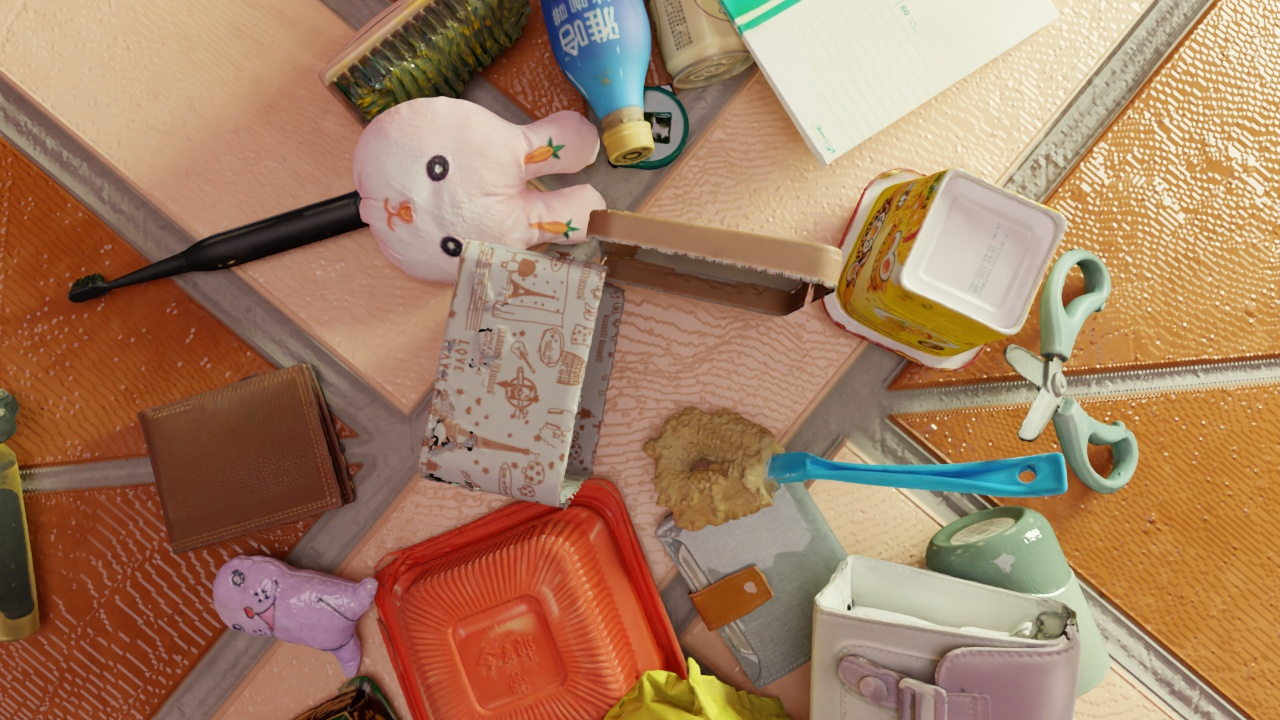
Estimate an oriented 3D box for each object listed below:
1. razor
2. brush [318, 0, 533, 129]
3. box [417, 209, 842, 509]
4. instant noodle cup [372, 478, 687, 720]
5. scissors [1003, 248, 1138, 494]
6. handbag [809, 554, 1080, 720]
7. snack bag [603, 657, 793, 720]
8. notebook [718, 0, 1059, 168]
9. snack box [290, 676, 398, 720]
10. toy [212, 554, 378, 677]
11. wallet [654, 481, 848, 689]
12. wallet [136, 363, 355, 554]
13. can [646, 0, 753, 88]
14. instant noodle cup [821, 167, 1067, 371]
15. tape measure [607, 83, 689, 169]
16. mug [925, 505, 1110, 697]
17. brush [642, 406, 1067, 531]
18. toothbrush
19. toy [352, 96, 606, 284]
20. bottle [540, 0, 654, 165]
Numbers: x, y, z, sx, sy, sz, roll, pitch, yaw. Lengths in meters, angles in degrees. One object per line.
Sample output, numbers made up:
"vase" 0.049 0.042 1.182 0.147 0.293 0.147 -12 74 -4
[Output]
"razor" -0.425 0.101 0.600 0.068 0.062 0.167 -6 96 29
"brush" -0.138 -0.212 0.598 0.145 0.063 0.073 -41 60 -1
"box" -0.007 0.007 0.538 0.198 0.181 0.157 10 88 0
"instant noodle cup" -0.079 0.179 0.588 0.189 0.079 0.164 -23 86 4
"scissors" 0.280 -0.002 0.587 0.170 0.019 0.181 28 68 -34
"handbag" 0.176 0.232 0.542 0.145 0.098 0.197 3 104 24
"snack bag" -0.006 0.295 0.560 0.068 0.158 0.246 36 89 40
"notebook" 0.158 -0.238 0.592 0.209 0.012 0.150 -34 94 -13
"snack box" -0.205 0.287 0.570 0.118 0.105 0.117 -31 92 2
"toy" -0.230 0.164 0.608 0.108 0.038 0.084 15 112 -2
"wallet" 0.083 0.140 0.609 0.106 0.037 0.129 -32 90 -1
"wallet" -0.264 0.064 0.612 0.124 0.032 0.101 -17 87 -1
"can" 0.032 -0.243 0.597 0.058 0.058 0.116 -17 90 0
"instant noodle cup" 0.188 -0.059 0.565 0.116 0.123 0.116 24 90 -1
"tape measure" 0.005 -0.156 0.614 0.054 0.025 0.058 4 91 1
"mug" 0.225 0.159 0.592 0.112 0.082 0.106 -23 91 24
"brush" 0.122 0.068 0.563 0.255 0.046 0.083 -1 55 18
"toothbrush" -0.280 -0.074 0.614 0.212 0.026 0.027 -16 55 1
"toy" -0.102 -0.112 0.592 0.159 0.054 0.121 -10 116 -6
"bottle" -0.033 -0.231 0.583 0.065 0.065 0.218 -14 84 0
